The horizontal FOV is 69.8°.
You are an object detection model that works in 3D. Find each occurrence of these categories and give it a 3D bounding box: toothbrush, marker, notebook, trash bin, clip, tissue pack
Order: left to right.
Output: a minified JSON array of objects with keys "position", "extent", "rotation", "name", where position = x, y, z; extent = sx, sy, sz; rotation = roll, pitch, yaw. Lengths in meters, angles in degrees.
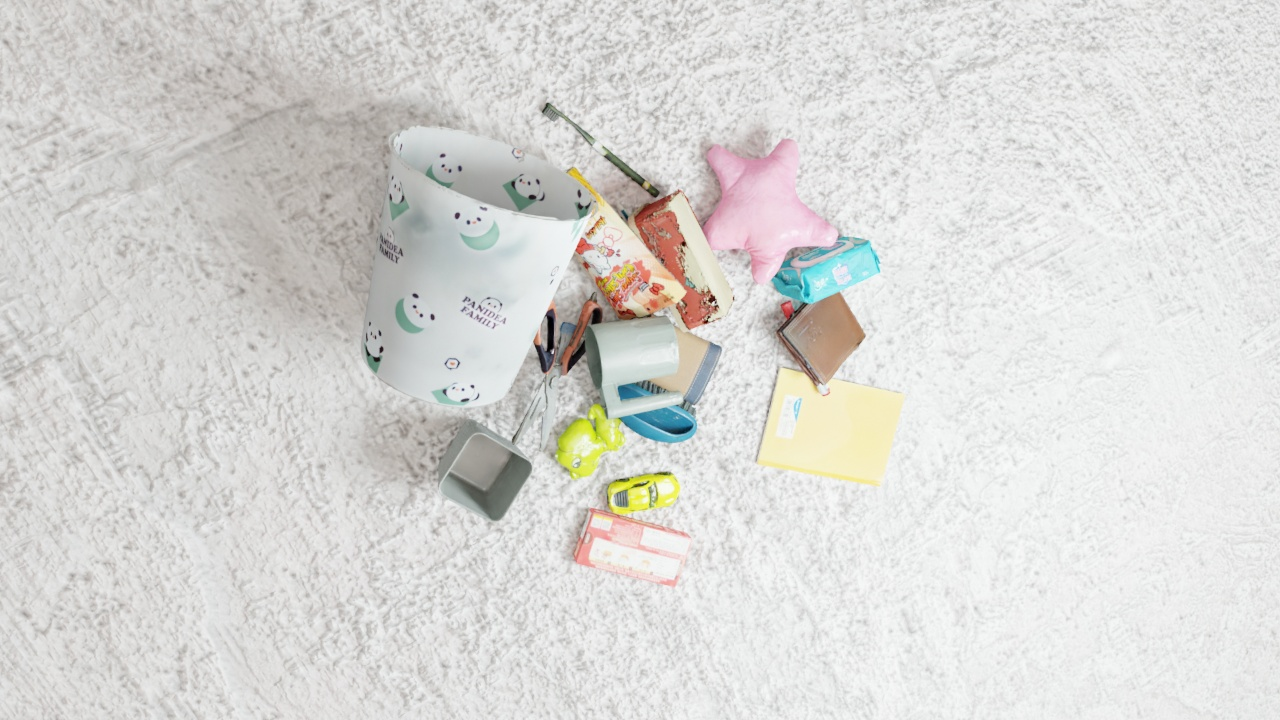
[{"position":[-0.197,-0.100,1.036],"extent":[0.229,0.229,0.252],"rotation":[15,117,-17],"name":"trash bin"},{"position":[-0.099,-0.021,1.202],"extent":[0.025,0.036,0.058],"rotation":[17,94,-23],"name":"clip"},{"position":[-0.050,-0.267,1.181],"extent":[0.186,0.012,0.017],"rotation":[36,94,-18],"name":"toothbrush"},{"position":[0.015,-0.126,1.220],"extent":[0.018,0.016,0.191],"rotation":[-32,106,2],"name":"toothbrush"},{"position":[0.232,-0.016,1.289],"extent":[0.017,0.017,0.145],"rotation":[-27,100,-10],"name":"marker"},{"position":[0.248,-0.123,1.244],"extent":[0.133,0.093,0.050],"rotation":[-24,108,-11],"name":"tissue pack"},{"position":[0.277,0.098,1.329],"extent":[0.206,0.010,0.146],"rotation":[11,96,-17],"name":"notebook"}]

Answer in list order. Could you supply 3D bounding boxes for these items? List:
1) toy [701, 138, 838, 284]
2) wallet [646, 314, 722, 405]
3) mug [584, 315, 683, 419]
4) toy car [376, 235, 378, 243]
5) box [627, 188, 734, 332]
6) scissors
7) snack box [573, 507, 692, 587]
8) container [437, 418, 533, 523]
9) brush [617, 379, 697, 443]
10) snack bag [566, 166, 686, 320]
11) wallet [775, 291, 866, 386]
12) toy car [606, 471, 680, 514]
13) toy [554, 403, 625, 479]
[{"position":[0.148,-0.202,1.215],"extent":[0.178,0.074,0.194],"rotation":[-27,92,6],"name":"toy"},{"position":[0.044,-0.001,1.239],"extent":[0.115,0.033,0.090],"rotation":[25,89,-17],"name":"wallet"},{"position":[-0.007,0.007,1.162],"extent":[0.103,0.084,0.124],"rotation":[-10,75,-15],"name":"mug"},{"position":[-0.285,-0.179,1.118],"extent":[0.054,0.037,0.120],"rotation":[13,86,-17],"name":"toy car"},{"position":[0.061,-0.131,1.179],"extent":[0.078,0.091,0.168],"rotation":[-21,106,24],"name":"box"},{"position":[-0.108,0.005,1.166],"extent":[0.188,0.015,0.227],"rotation":[-38,134,-41],"name":"scissors"},{"position":[-0.010,0.259,1.267],"extent":[0.152,0.025,0.075],"rotation":[17,95,-17],"name":"snack box"},{"position":[-0.198,0.132,1.149],"extent":[0.090,0.114,0.090],"rotation":[33,89,-18],"name":"container"},{"position":[0.011,0.069,1.215],"extent":[0.144,0.073,0.055],"rotation":[29,131,-17],"name":"brush"},{"position":[-0.045,-0.141,1.151],"extent":[0.208,0.129,0.073],"rotation":[51,53,-13],"name":"snack bag"},{"position":[0.254,-0.039,1.275],"extent":[0.124,0.032,0.101],"rotation":[-45,104,-26],"name":"wallet"},{"position":[0.006,0.183,1.257],"extent":[0.105,0.032,0.048],"rotation":[-8,100,-16],"name":"toy car"},{"position":[-0.069,0.107,1.225],"extent":[0.100,0.031,0.097],"rotation":[-11,102,-18],"name":"toy"}]
